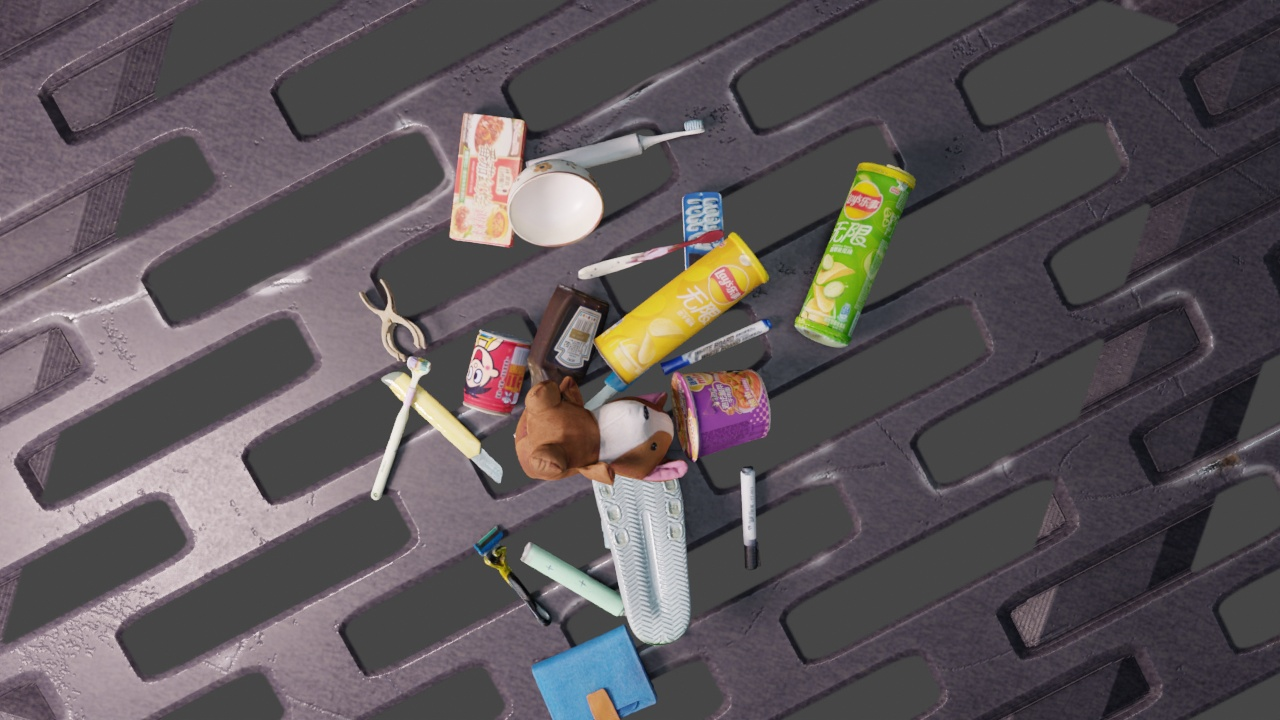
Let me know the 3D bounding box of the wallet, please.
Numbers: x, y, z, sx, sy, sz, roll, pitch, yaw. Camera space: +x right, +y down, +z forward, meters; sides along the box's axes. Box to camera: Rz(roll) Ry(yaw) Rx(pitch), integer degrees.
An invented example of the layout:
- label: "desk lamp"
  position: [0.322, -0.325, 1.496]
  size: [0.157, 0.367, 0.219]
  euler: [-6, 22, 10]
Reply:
- label: "wallet"
  position: [-0.058, 0.406, 1.153]
  size: [0.133, 0.040, 0.106]
  euler: [-23, 89, 1]

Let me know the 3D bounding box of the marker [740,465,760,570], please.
- label: "marker"
  position: [0.138, 0.198, 1.152]
  size: [0.022, 0.018, 0.131]
  euler: [-3, 94, -21]

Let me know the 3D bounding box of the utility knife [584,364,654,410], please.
- label: "utility knife"
  position: [-0.007, 0.007, 1.136]
  size: [0.207, 0.018, 0.034]
  euler: [-42, 81, 2]

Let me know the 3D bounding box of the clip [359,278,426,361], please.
- label: "clip"
  position: [-0.312, -0.040, 1.120]
  size: [0.104, 0.034, 0.081]
  euler: [44, 91, 1]

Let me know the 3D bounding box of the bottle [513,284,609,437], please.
- label: "bottle"
  position: [-0.102, 0.009, 1.109]
  size: [0.079, 0.044, 0.195]
  euler: [18, 95, -43]

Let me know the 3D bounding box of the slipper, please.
- label: "slipper"
  position: [0.006, 0.220, 1.120]
  size: [0.104, 0.074, 0.245]
  euler: [-10, 77, -8]

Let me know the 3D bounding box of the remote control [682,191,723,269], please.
- label: "remote control"
  position: [0.078, -0.143, 1.125]
  size: [0.049, 0.024, 0.125]
  euler: [-3, 98, -1]

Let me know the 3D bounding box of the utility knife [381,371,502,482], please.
- label: "utility knife"
  position: [-0.241, 0.081, 1.135]
  size: [0.195, 0.020, 0.031]
  euler: [44, 97, 3]

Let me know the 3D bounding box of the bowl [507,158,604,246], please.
- label: "bowl"
  position: [-0.103, -0.196, 1.090]
  size: [0.113, 0.114, 0.062]
  euler: [-12, 50, -1]

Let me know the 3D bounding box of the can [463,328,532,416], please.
- label: "can"
  position: [-0.174, 0.015, 1.109]
  size: [0.066, 0.066, 0.094]
  euler: [15, 93, -2]

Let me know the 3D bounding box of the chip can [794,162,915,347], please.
- label: "chip can"
  position: [0.256, -0.125, 1.106]
  size: [0.072, 0.072, 0.221]
  euler: [21, 93, -3]

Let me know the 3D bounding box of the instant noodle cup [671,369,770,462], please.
- label: "instant noodle cup"
  position: [0.097, 0.058, 1.102]
  size: [0.099, 0.111, 0.111]
  euler: [-11, 94, -9]

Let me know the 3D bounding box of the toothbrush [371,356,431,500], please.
- label: "toothbrush"
  position: [-0.298, 0.086, 1.126]
  size: [0.029, 0.020, 0.190]
  euler: [21, 100, -2]

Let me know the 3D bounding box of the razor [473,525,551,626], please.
- label: "razor"
  position: [-0.157, 0.276, 1.150]
  size: [0.143, 0.022, 0.042]
  euler: [55, 47, -7]

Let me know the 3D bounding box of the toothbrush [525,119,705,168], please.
- label: "toothbrush"
  position: [-0.029, -0.256, 1.114]
  size: [0.221, 0.026, 0.026]
  euler: [-14, 103, 0]

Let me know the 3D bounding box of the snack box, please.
- label: "snack box"
  position: [-0.184, -0.218, 1.114]
  size: [0.075, 0.025, 0.153]
  euler: [7, 93, -1]

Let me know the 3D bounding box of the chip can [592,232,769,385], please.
- label: "chip can"
  position: [0.048, -0.061, 1.089]
  size: [0.213, 0.072, 0.072]
  euler: [-37, 94, 5]

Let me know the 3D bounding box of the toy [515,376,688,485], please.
- label: "toy"
  position: [-0.041, 0.082, 1.060]
  size: [0.199, 0.131, 0.140]
  euler: [7, 61, -28]

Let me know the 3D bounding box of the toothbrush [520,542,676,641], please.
- label: "toothbrush"
  position: [-0.049, 0.293, 1.149]
  size: [0.224, 0.026, 0.027]
  euler: [31, 70, -3]

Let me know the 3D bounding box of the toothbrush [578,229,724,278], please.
- label: "toothbrush"
  position: [0.012, -0.129, 1.115]
  size: [0.188, 0.017, 0.016]
  euler: [-15, 99, 13]

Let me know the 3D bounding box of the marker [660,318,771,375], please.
- label: "marker"
  position: [0.094, -0.017, 1.137]
  size: [0.146, 0.017, 0.017]
  euler: [-23, 94, 0]
